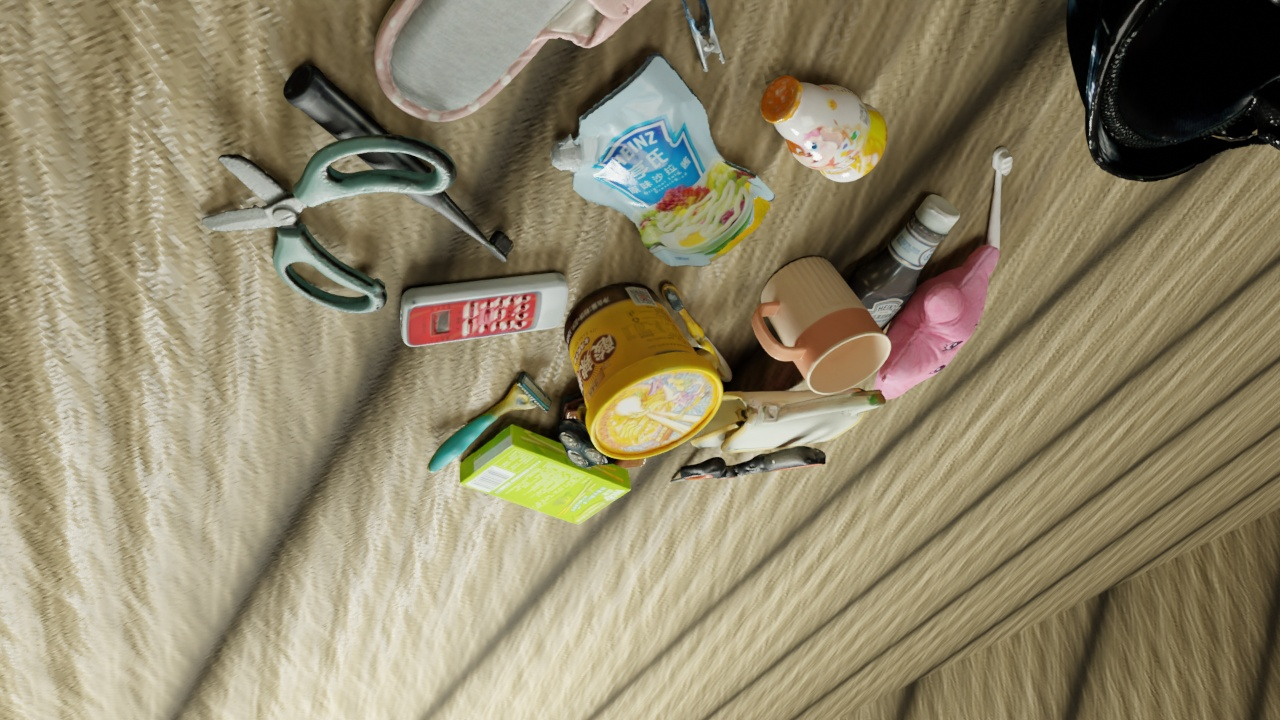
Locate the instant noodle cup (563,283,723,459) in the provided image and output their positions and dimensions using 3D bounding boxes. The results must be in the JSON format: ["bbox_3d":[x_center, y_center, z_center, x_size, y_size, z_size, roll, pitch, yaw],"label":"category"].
[{"bbox_3d":[-0.005,0.005,0.791,0.118,0.114,0.119,-17,144,-13],"label":"instant noodle cup"}]

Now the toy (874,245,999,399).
[{"bbox_3d":[0.294,-0.022,0.960,0.178,0.074,0.195,-37,156,-31],"label":"toy"}]

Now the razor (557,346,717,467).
[{"bbox_3d":[0.002,0.041,0.860,0.167,0.067,0.062,-33,136,-16],"label":"razor"}]

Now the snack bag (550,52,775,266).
[{"bbox_3d":[0.020,-0.139,0.693,0.110,0.038,0.191,-28,146,22],"label":"snack bag"}]

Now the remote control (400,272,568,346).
[{"bbox_3d":[-0.124,-0.041,0.740,0.135,0.020,0.056,-8,140,-23],"label":"remote control"}]

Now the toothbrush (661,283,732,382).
[{"bbox_3d":[0.058,-0.020,0.881,0.016,0.018,0.191,-29,145,7],"label":"toothbrush"}]

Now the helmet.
[{"bbox_3d":[0.417,-0.255,0.626,0.275,0.229,0.233,-34,136,28],"label":"helmet"}]

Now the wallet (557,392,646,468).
[{"bbox_3d":[-0.037,0.073,0.933,0.101,0.032,0.125,-8,141,-19],"label":"wallet"}]

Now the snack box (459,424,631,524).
[{"bbox_3d":[-0.094,0.118,0.924,0.156,0.026,0.086,26,130,-36],"label":"snack box"}]

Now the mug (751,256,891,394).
[{"bbox_3d":[0.156,-0.032,0.850,0.114,0.105,0.082,-6,140,-26],"label":"mug"}]

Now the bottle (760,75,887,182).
[{"bbox_3d":[0.137,-0.177,0.692,0.108,0.063,0.063,15,128,-43],"label":"bottle"}]

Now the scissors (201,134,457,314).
[{"bbox_3d":[-0.193,-0.087,0.616,0.171,0.019,0.170,-12,148,4],"label":"scissors"}]

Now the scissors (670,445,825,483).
[{"bbox_3d":[0.097,0.116,0.991,0.221,0.021,0.227,-13,168,34],"label":"scissors"}]

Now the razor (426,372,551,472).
[{"bbox_3d":[-0.146,0.062,0.851,0.133,0.028,0.043,-37,120,10],"label":"razor"}]

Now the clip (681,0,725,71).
[{"bbox_3d":[0.044,-0.218,0.615,0.036,0.025,0.058,-21,151,5],"label":"clip"}]

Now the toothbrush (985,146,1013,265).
[{"bbox_3d":[0.354,-0.143,0.909,0.016,0.016,0.180,-24,145,1],"label":"toothbrush"}]

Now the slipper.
[{"bbox_3d":[-0.042,-0.231,0.519,0.275,0.054,0.114,-36,143,15],"label":"slipper"}]

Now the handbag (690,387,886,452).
[{"bbox_3d":[0.154,0.056,0.925,0.163,0.063,0.179,-2,174,-31],"label":"handbag"}]

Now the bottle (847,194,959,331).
[{"bbox_3d":[0.240,-0.076,0.902,0.079,0.044,0.195,-5,139,-39],"label":"bottle"}]

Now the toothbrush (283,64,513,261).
[{"bbox_3d":[-0.150,-0.122,0.618,0.027,0.026,0.212,-60,144,-7],"label":"toothbrush"}]
